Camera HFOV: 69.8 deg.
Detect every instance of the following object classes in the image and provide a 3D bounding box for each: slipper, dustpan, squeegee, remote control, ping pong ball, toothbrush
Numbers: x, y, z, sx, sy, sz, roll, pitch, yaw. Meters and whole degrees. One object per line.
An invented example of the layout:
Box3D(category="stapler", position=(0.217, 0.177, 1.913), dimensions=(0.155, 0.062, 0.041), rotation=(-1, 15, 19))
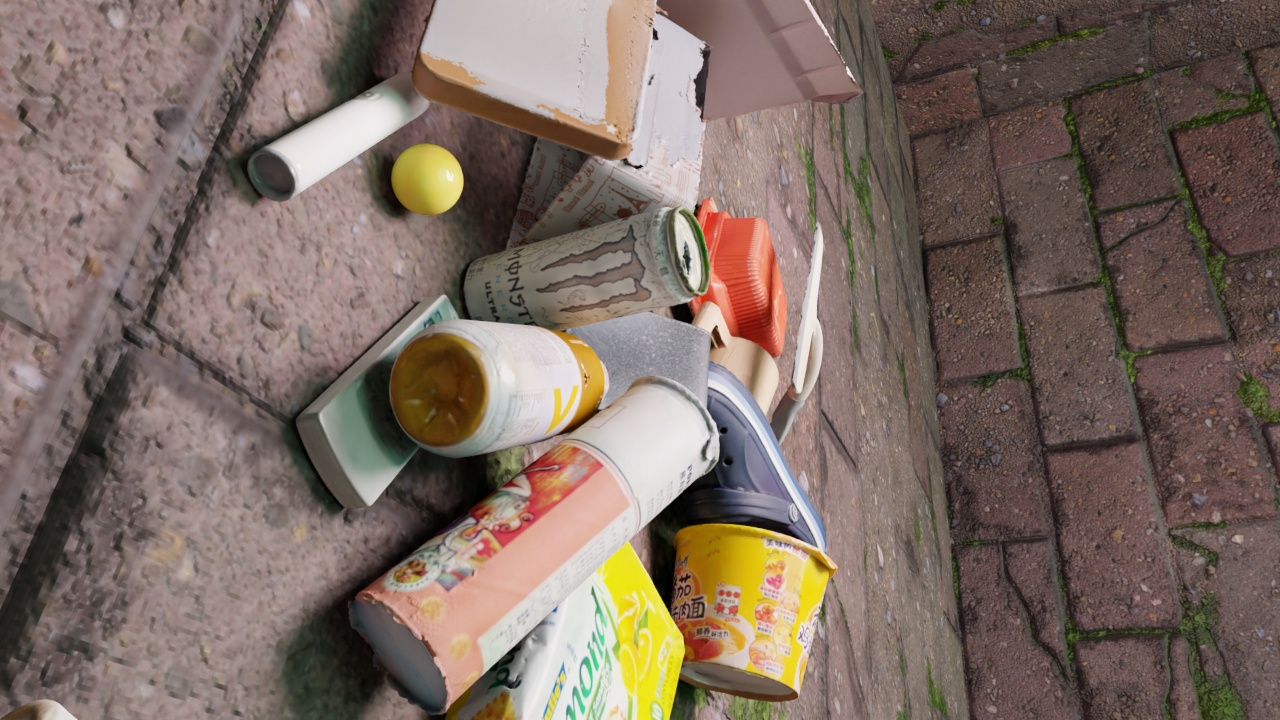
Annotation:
Box3D(category="slipper", position=(0.073, 0.111, 0.782), dimensions=(0.253, 0.105, 0.095), rotation=(55, 42, -27))
Box3D(category="dustpan", position=(0.039, -0.307, 0.737), dimensions=(0.222, 0.274, 0.138), rotation=(50, 54, -32))
Box3D(category="squeegee", position=(0.159, 0.028, 0.955), dimensions=(0.245, 0.039, 0.247), rotation=(-71, 173, -46))
Box3D(category="remote control", position=(-0.128, 0.018, 0.487), dimensions=(0.134, 0.019, 0.056), rotation=(-60, 135, -56))
Box3D(category="ping pong ball", position=(-0.122, -0.103, 0.525), dimensions=(0.040, 0.040, 0.040), rotation=(37, 47, -56))
Box3D(category="toothbrush", position=(-0.141, -0.142, 0.514), dimensions=(0.220, 0.027, 0.026), rotation=(-62, 158, -54))

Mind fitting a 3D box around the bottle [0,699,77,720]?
Box3D(category="bottle", position=(-0.151, 0.196, 0.320), dimensions=(0.206, 0.060, 0.059), rotation=(63, 29, -27))

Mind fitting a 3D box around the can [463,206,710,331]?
Box3D(category="can", position=(-0.034, -0.051, 0.566), dimensions=(0.058, 0.147, 0.058), rotation=(39, 46, -55))

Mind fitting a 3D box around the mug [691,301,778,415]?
Box3D(category="mug", position=(0.071, 0.022, 0.853), dimensions=(0.125, 0.084, 0.103), rotation=(65, 30, -24))

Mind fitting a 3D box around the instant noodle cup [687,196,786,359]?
Box3D(category="instant noodle cup", position=(0.104, -0.073, 0.968), dimensions=(0.188, 0.079, 0.165), rotation=(-75, 149, -52))

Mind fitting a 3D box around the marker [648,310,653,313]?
Box3D(category="marker", position=(0.005, -0.038, 0.808), dimensions=(0.124, 0.018, 0.015), rotation=(56, 34, -41))

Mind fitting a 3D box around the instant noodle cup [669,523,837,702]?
Box3D(category="instant noodle cup", position=(0.083, 0.210, 0.751), dimensions=(0.138, 0.138, 0.109), rotation=(51, 45, -47))

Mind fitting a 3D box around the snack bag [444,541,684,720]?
Box3D(category="snack bag", position=(-0.047, 0.210, 0.531), dimensions=(0.245, 0.068, 0.158), rotation=(-71, 143, -48))

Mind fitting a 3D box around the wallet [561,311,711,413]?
Box3D(category="wallet", position=(-0.004, 0.004, 0.684), dimensions=(0.120, 0.019, 0.097), rotation=(17, 54, -14))

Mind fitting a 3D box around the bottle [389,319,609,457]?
Box3D(category="bottle", position=(-0.066, 0.014, 0.520), dimensions=(0.189, 0.068, 0.068), rotation=(0, 81, -72))

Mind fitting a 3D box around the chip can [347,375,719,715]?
Box3D(category="chip can", position=(-0.047, 0.088, 0.488), dimensions=(0.214, 0.071, 0.071), rotation=(-37, 116, -40))

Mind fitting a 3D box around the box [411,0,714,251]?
Box3D(category="box", position=(-0.063, -0.170, 0.603), dimensions=(0.193, 0.157, 0.182), rotation=(24, 51, -20))
